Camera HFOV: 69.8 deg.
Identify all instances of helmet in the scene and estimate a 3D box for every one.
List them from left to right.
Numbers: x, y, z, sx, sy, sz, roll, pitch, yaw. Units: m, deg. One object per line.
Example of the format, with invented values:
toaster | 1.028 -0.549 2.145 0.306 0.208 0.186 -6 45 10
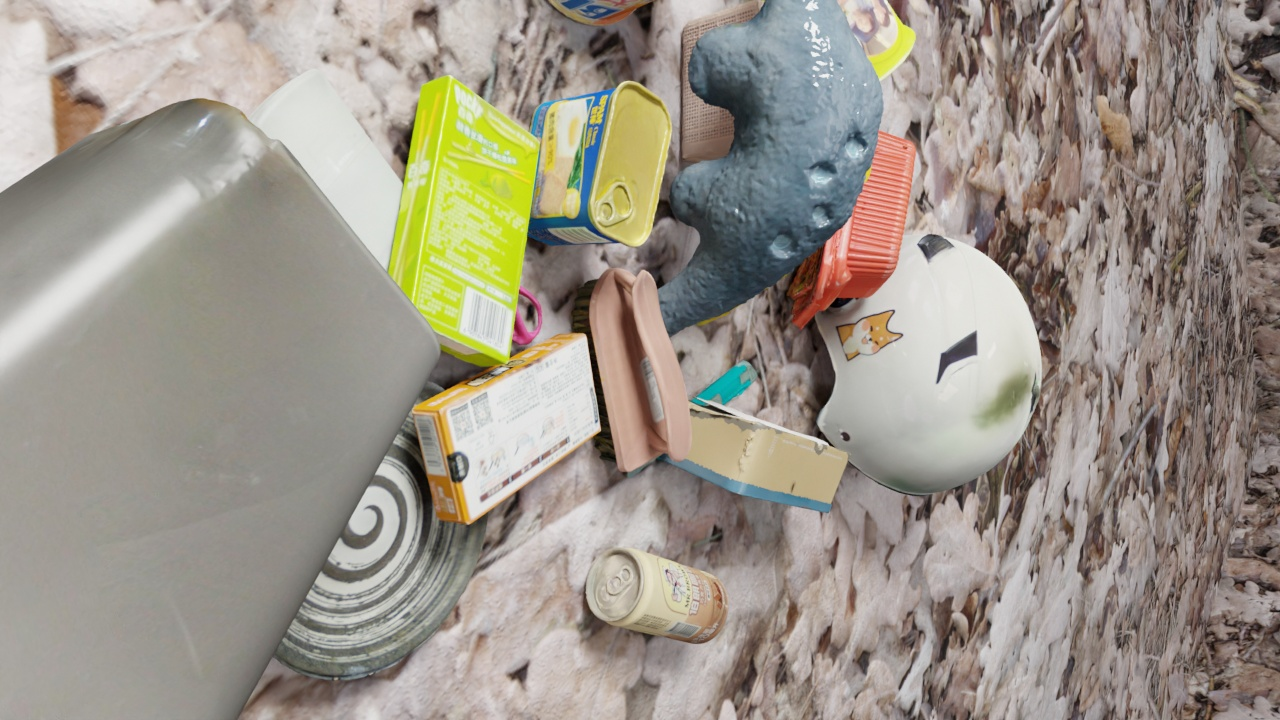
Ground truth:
helmet | 0.295 -0.009 0.888 0.230 0.157 0.273 21 69 -29

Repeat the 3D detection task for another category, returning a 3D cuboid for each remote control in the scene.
remote control | -0.159 -0.088 0.524 0.150 0.021 0.058 58 44 -34

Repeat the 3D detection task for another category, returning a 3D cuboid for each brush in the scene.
brush | -0.004 0.004 0.667 0.063 0.073 0.146 -24 109 -43

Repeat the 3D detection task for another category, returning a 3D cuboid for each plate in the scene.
plate | -0.160 0.094 0.536 0.179 0.024 0.179 -6 97 -53

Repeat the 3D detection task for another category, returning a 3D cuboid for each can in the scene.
can | -0.034 -0.127 0.612 0.057 0.083 0.102 18 81 -46
can | 0.015 0.184 0.715 0.116 0.059 0.058 29 72 -44

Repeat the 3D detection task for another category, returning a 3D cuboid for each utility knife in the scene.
utility knife | 0.047 0.046 0.768 0.181 0.013 0.029 -36 119 -38

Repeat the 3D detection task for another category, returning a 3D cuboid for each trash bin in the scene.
trash bin | -0.219 0.030 0.363 0.199 0.199 0.219 57 47 -36

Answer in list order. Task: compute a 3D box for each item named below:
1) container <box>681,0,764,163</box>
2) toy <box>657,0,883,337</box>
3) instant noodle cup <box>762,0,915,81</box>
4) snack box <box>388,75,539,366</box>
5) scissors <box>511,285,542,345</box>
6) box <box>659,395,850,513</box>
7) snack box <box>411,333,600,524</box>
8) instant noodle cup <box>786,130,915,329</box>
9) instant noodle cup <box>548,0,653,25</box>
container | 0.088 -0.218 0.734 0.090 0.090 0.111 -7 95 -47
toy | 0.094 -0.153 0.643 0.091 0.138 0.357 -21 130 -63
instant noodle cup | 0.160 -0.304 0.796 0.123 0.112 0.111 50 58 -28
snack box | -0.106 -0.082 0.557 0.085 0.026 0.156 27 64 -52
scissors | -0.096 -0.069 0.604 0.073 0.017 0.137 -18 103 -44
box | 0.096 0.078 0.758 0.184 0.090 0.061 17 92 -48
snack box | -0.080 0.039 0.598 0.153 0.026 0.075 -32 119 -54
instant noodle cup | 0.182 -0.123 0.799 0.164 0.079 0.188 63 38 -83
instant noodle cup | 0.000 -0.311 0.610 0.151 0.112 0.151 -6 99 -47
